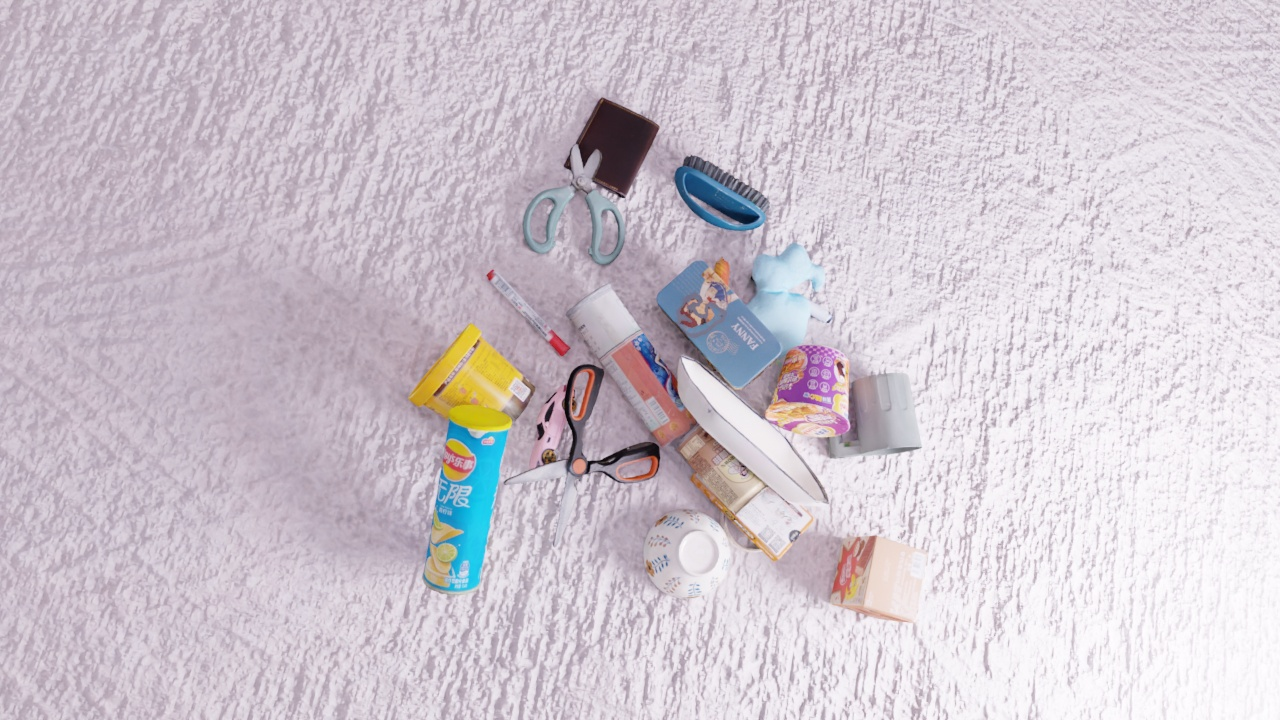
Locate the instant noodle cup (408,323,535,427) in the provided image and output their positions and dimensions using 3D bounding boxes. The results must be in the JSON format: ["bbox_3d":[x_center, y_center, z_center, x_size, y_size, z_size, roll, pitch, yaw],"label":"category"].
[{"bbox_3d":[-0.199,0.034,1.114,0.114,0.119,0.118,39,71,-11],"label":"instant noodle cup"}]

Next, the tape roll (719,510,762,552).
[{"bbox_3d":[0.147,0.211,1.215,0.085,0.014,0.085,3,77,-14],"label":"tape roll"}]

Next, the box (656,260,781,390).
[{"bbox_3d":[0.107,-0.041,1.210,0.090,0.062,0.184,-44,77,0],"label":"box"}]

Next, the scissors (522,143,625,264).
[{"bbox_3d":[-0.070,-0.203,1.242,0.172,0.019,0.176,30,77,-7],"label":"scissors"}]

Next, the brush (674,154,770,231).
[{"bbox_3d":[0.109,-0.225,1.280,0.144,0.055,0.073,30,71,-7],"label":"brush"}]

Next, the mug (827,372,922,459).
[{"bbox_3d":[0.316,0.078,1.262,0.124,0.083,0.103,-7,77,9],"label":"mug"}]

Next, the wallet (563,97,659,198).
[{"bbox_3d":[-0.039,-0.298,1.278,0.096,0.020,0.122,26,74,-3],"label":"wallet"}]

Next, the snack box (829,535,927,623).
[{"bbox_3d":[0.310,0.285,1.199,0.077,0.094,0.092,19,74,-10],"label":"snack box"}]

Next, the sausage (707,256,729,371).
[{"bbox_3d":[0.108,-0.065,1.262,0.021,0.021,0.165,9,75,-13],"label":"sausage"}]

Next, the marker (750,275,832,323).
[{"bbox_3d":[0.215,-0.091,1.299,0.130,0.018,0.022,29,63,-7],"label":"marker"}]

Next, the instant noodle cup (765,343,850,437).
[{"bbox_3d":[0.231,0.038,1.229,0.111,0.112,0.099,19,68,-10],"label":"instant noodle cup"}]

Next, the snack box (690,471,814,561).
[{"bbox_3d":[0.145,0.181,1.196,0.154,0.026,0.075,44,68,10],"label":"snack box"}]

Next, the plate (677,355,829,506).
[{"bbox_3d":[0.136,0.097,1.164,0.265,0.162,0.034,41,104,-19],"label":"plate"}]

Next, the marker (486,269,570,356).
[{"bbox_3d":[-0.147,-0.063,1.198,0.145,0.017,0.017,46,71,-1],"label":"marker"}]

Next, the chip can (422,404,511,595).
[{"bbox_3d":[-0.201,0.161,1.057,0.071,0.071,0.210,9,104,-13],"label":"chip can"}]

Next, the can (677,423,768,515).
[{"bbox_3d":[0.103,0.134,1.161,0.058,0.059,0.116,-37,77,-19],"label":"can"}]

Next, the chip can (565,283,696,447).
[{"bbox_3d":[-0.007,0.007,1.190,0.071,0.071,0.214,-35,88,-19],"label":"chip can"}]

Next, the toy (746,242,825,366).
[{"bbox_3d":[0.190,-0.072,1.265,0.161,0.050,0.156,-20,95,-11],"label":"toy"}]

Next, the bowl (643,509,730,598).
[{"bbox_3d":[0.064,0.245,1.162,0.113,0.062,0.113,3,78,-13],"label":"bowl"}]

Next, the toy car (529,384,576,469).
[{"bbox_3d":[-0.114,0.087,1.153,0.037,0.056,0.122,23,73,-13],"label":"toy car"}]

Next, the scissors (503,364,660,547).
[{"bbox_3d":[-0.067,0.118,1.141,0.220,0.022,0.233,12,83,-34],"label":"scissors"}]
